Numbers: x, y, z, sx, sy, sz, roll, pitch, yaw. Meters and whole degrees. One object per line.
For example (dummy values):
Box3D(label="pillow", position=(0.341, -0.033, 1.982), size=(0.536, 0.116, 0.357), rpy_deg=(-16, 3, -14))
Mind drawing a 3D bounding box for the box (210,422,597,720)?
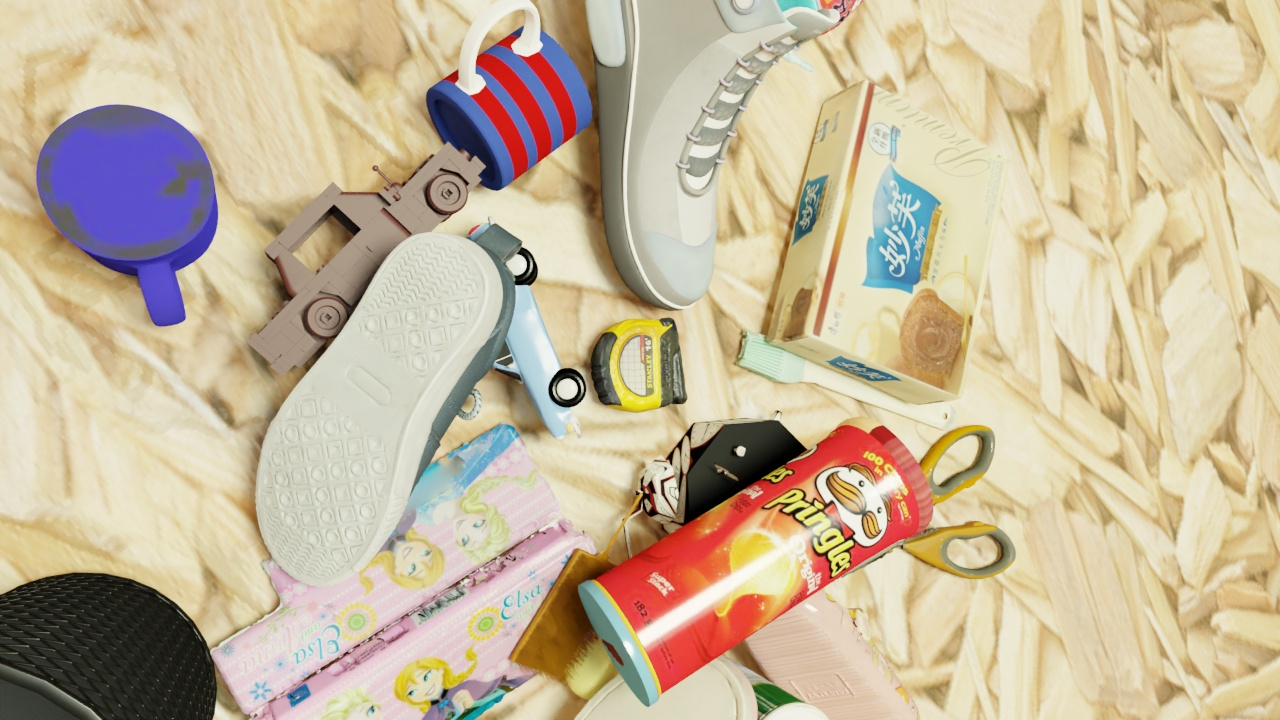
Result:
Box3D(label="box", position=(-0.135, 0.159, 0.572), size=(0.230, 0.062, 0.161), rpy_deg=(-30, 101, -20))

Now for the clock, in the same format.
Box3D(label="clock", position=(0.059, 0.105, 0.651), size=(0.154, 0.065, 0.114), rpy_deg=(-28, 100, -22))

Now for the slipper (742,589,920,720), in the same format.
Box3D(label="slipper", position=(0.141, 0.212, 0.674), size=(0.197, 0.093, 0.081), rpy_deg=(56, 33, -28))

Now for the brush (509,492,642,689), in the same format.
Box3D(label="brush", position=(-0.032, 0.146, 0.586), size=(0.048, 0.017, 0.126), rpy_deg=(34, 87, -38))

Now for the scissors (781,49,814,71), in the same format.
Box3D(label="scissors", position=(0.052, -0.254, 0.657), size=(0.171, 0.021, 0.173), rpy_deg=(37, 89, 2))

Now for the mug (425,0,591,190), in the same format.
Box3D(label="mug", position=(-0.085, -0.170, 0.570), size=(0.076, 0.112, 0.075), rpy_deg=(-41, 66, -18))

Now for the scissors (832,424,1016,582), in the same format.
Box3D(label="scissors", position=(0.224, 0.145, 0.748), size=(0.224, 0.016, 0.175), rpy_deg=(-30, 101, -20))

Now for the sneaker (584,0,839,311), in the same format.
Box3D(label="sneaker", position=(0.052, -0.156, 0.579), size=(0.092, 0.161, 0.257), rpy_deg=(-20, 109, -45))

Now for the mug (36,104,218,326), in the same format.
Box3D(label="mug", position=(-0.271, -0.073, 0.501), size=(0.079, 0.084, 0.111), rpy_deg=(-14, 95, -23))

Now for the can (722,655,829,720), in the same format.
Box3D(label="can", position=(0.073, 0.250, 0.625), size=(0.067, 0.121, 0.067), rpy_deg=(0, 89, -24))

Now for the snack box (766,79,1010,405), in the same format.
Box3D(label="snack box", position=(0.195, -0.087, 0.709), size=(0.153, 0.055, 0.207), rpy_deg=(20, 78, -23))

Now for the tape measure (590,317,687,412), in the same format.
Box3D(label="tape measure", position=(-0.004, 0.004, 0.640), size=(0.064, 0.037, 0.065), rpy_deg=(-11, 92, -23))

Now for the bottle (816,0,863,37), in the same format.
Box3D(label="bottle", position=(0.134, -0.280, 0.689), size=(0.137, 0.062, 0.062), rpy_deg=(-46, 106, -11))

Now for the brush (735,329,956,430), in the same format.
Box3D(label="brush", position=(0.170, 0.020, 0.730), size=(0.217, 0.012, 0.033), rpy_deg=(18, 82, -24))

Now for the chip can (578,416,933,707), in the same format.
Box3D(label="chip can", position=(0.073, 0.121, 0.573), size=(0.213, 0.087, 0.087), rpy_deg=(-28, 100, -18))

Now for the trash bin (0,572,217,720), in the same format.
Box3D(label="trash bin", position=(-0.287, 0.190, 0.414), size=(0.184, 0.210, 0.184), rpy_deg=(0, 90, -15))

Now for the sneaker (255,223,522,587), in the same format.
Box3D(label="sneaker", position=(-0.144, 0.024, 0.544), size=(0.089, 0.087, 0.236), rpy_deg=(34, 101, 6))

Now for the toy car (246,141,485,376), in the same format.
Box3D(label="toy car", position=(-0.173, -0.070, 0.552), size=(0.062, 0.070, 0.169), rpy_deg=(44, 78, -16))

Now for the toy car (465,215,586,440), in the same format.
Box3D(label="toy car", position=(-0.078, -0.016, 0.596), size=(0.055, 0.056, 0.153), rpy_deg=(-22, 93, -3))

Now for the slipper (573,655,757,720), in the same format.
Box3D(label="slipper", position=(-0.025, 0.298, 0.583), size=(0.274, 0.114, 0.054), rpy_deg=(-49, 141, 3))

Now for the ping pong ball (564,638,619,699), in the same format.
Box3D(label="ping pong ball", position=(-0.032, 0.210, 0.625), size=(0.040, 0.040, 0.040), rpy_deg=(0, 89, -23))
